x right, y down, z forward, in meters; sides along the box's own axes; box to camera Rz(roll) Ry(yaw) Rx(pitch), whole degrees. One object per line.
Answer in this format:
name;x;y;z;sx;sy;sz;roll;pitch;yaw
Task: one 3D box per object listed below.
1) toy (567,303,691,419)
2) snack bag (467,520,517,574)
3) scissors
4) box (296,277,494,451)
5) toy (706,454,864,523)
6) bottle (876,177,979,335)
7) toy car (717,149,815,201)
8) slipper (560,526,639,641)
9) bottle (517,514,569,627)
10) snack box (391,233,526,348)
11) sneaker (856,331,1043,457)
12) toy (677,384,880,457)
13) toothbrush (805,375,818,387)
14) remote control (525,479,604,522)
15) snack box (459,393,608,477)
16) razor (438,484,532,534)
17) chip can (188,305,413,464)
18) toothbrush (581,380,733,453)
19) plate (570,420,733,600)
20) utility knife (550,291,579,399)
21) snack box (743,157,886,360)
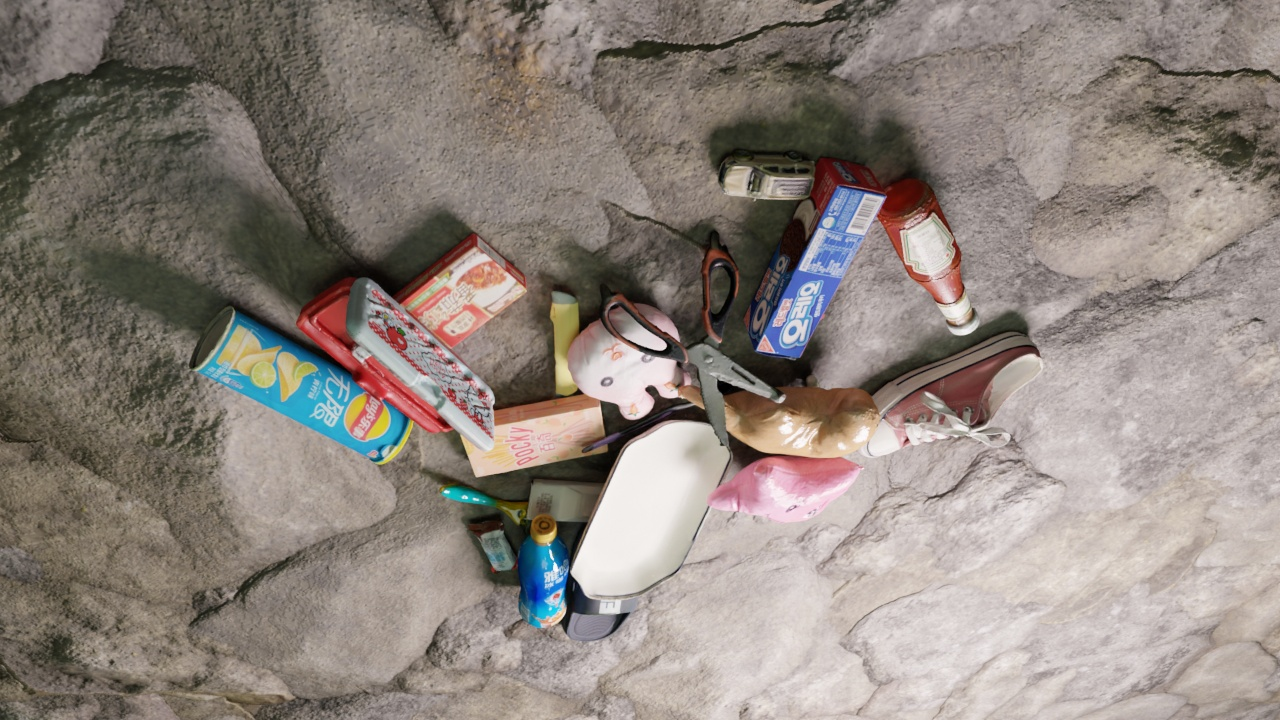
toy;-0.006;0.006;0.978;0.121;0.054;0.159;-32;136;9
snack bag;-0.182;0.238;1.162;0.045;0.026;0.105;-9;132;8
scissors;0.054;-0.018;0.922;0.189;0.015;0.225;-4;100;-9
box;-0.229;0.018;0.872;0.095;0.100;0.201;-30;129;15
toy;0.180;0.149;1.098;0.179;0.074;0.194;-25;153;30
bottle;0.303;-0.099;0.944;0.060;0.059;0.206;-30;131;14
toy car;0.118;-0.171;0.858;0.090;0.035;0.042;1;130;-10
slipper;-0.042;0.314;1.224;0.110;0.083;0.269;2;132;-16
bottle;-0.122;0.261;1.152;0.065;0.065;0.219;-3;139;-9
snack box;-0.192;-0.054;0.901;0.153;0.025;0.075;-34;129;18
sneaker;0.363;0.057;1.076;0.241;0.087;0.118;-29;131;13
toy;0.150;0.064;1.020;0.226;0.082;0.144;3;159;-4
toothbrush;0.227;0.084;1.119;0.020;0.029;0.190;11;142;35
remote control;-0.075;0.173;1.119;0.124;0.024;0.049;6;101;-17
snack box;-0.119;0.084;1.035;0.157;0.026;0.085;-11;137;-3
razor;-0.184;0.171;1.100;0.132;0.028;0.043;23;97;-32
chip can;-0.331;0.029;0.913;0.071;0.071;0.210;-39;128;21
toothbrush;0.018;0.062;1.039;0.189;0.016;0.014;-25;141;-1
plate;0.008;0.176;1.103;0.161;0.034;0.266;8;116;-32
utility knife;-0.080;-0.005;0.974;0.031;0.019;0.179;-1;130;-6
snack box;0.169;-0.096;0.919;0.057;0.058;0.208;7;129;-18
